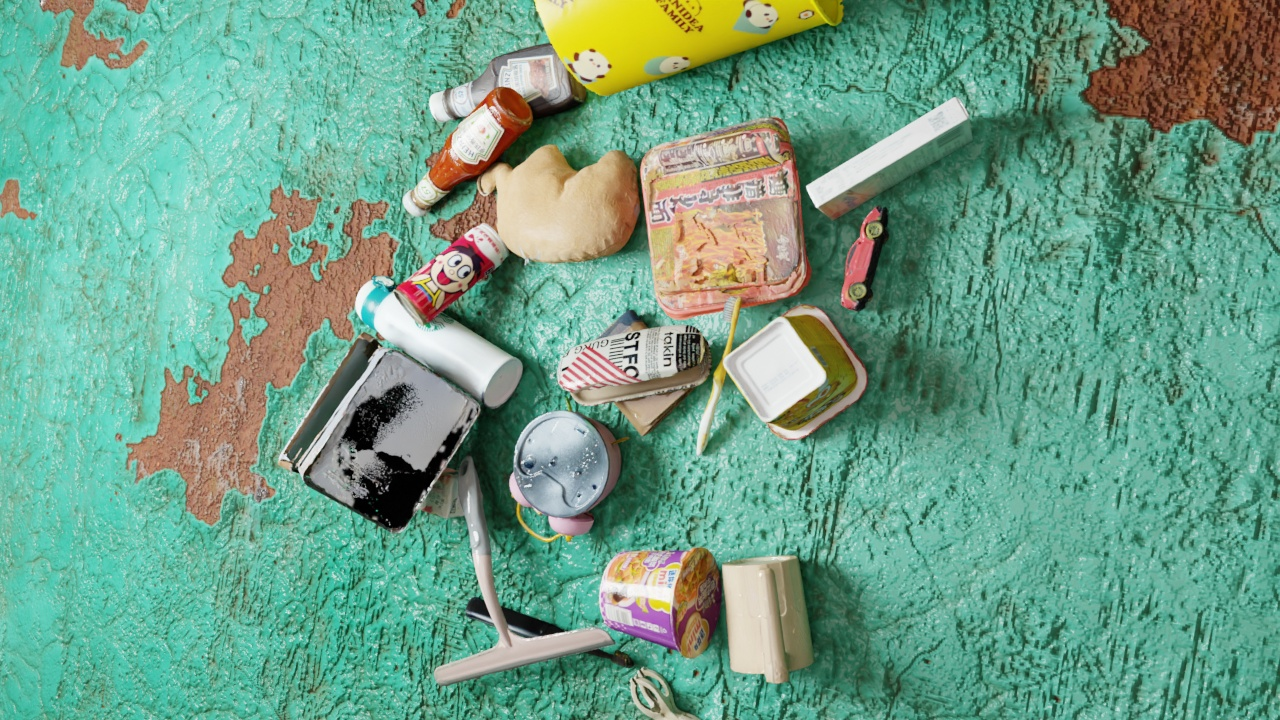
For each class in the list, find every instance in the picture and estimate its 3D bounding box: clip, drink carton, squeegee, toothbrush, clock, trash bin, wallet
[{"bbox_3d":[0.027,0.374,0.986,0.061,0.034,0.097,-41,78,15],"label":"clip"},{"bbox_3d":[-0.268,0.150,1.111,0.123,0.045,0.053,13,93,23],"label":"drink carton"},{"bbox_3d":[-0.174,0.228,1.040,0.248,0.040,0.249,-22,78,25],"label":"squeegee"},{"bbox_3d":[0.077,0.019,0.950,0.018,0.016,0.192,20,119,14],"label":"toothbrush"},{"bbox_3d":[-0.087,0.131,1.029,0.117,0.059,0.158,33,99,19],"label":"clock"},{"bbox_3d":[0.042,-0.398,0.916,0.256,0.229,0.229,-15,82,27],"label":"trash bin"},{"bbox_3d":[-0.005,0.014,1.014,0.090,0.033,0.115,-45,76,14],"label":"wallet"},{"bbox_3d":[-0.105,0.312,1.046,0.213,0.026,0.027,12,130,23],"label":"toothbrush"}]

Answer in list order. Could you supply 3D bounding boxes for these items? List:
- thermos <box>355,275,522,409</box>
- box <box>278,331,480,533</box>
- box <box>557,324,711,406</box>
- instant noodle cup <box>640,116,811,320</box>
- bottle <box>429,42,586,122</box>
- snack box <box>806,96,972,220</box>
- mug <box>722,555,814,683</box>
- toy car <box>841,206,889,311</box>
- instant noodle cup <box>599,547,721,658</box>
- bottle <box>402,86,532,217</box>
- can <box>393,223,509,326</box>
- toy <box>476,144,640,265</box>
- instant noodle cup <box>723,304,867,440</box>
[{"bbox_3d":[-0.246,-0.028,1.096,0.224,0.073,0.073,31,99,21],"label":"thermos"},{"bbox_3d":[-0.316,0.080,1.076,0.156,0.192,0.183,36,79,-20],"label":"box"},{"bbox_3d":[-0.003,0.007,0.979,0.164,0.081,0.074,-14,53,17],"label":"box"},{"bbox_3d":[0.092,-0.141,0.953,0.165,0.079,0.188,-8,84,22],"label":"instant noodle cup"},{"bbox_3d":[-0.160,-0.319,1.085,0.195,0.044,0.080,-6,93,24],"label":"bottle"},{"bbox_3d":[0.242,-0.191,0.888,0.157,0.084,0.027,-29,79,19],"label":"snack box"},{"bbox_3d":[0.124,0.251,0.902,0.084,0.124,0.103,-7,83,4],"label":"mug"},{"bbox_3d":[0.223,-0.102,0.912,0.031,0.049,0.106,18,96,21],"label":"toy car"},{"bbox_3d":[0.019,0.246,0.960,0.099,0.111,0.111,1,88,32],"label":"instant noodle cup"},{"bbox_3d":[-0.210,-0.239,1.080,0.207,0.059,0.059,-34,75,33],"label":"bottle"},{"bbox_3d":[-0.218,-0.101,1.064,0.132,0.053,0.053,-42,70,-17],"label":"can"},{"bbox_3d":[-0.108,-0.177,1.042,0.226,0.082,0.143,10,71,25],"label":"toy"},{"bbox_3d":[0.146,0.011,0.900,0.116,0.123,0.116,-38,75,17],"label":"instant noodle cup"}]
